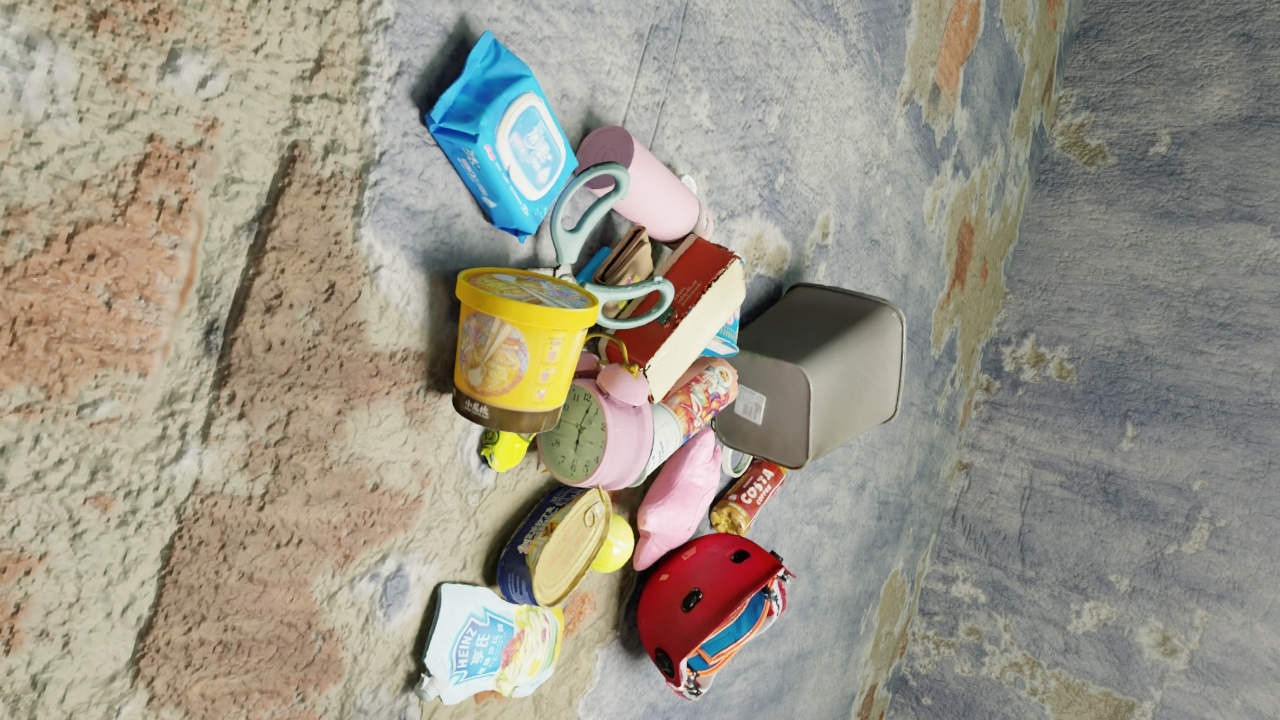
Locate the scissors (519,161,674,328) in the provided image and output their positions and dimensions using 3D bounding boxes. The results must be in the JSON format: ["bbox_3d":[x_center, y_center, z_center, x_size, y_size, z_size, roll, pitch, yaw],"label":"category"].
[{"bbox_3d":[-0.036,-0.102,0.843,0.170,0.019,0.179,2,116,-25],"label":"scissors"}]

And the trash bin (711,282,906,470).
[{"bbox_3d":[0.220,0.024,1.250,0.219,0.199,0.199,-28,124,-42],"label":"trash bin"}]

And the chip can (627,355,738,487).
[{"bbox_3d":[0.035,0.064,1.065,0.214,0.071,0.071,-35,131,-48],"label":"chip can"}]

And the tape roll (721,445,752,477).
[{"bbox_3d":[0.143,0.126,1.323,0.085,0.014,0.086,-31,128,-50],"label":"tape roll"}]

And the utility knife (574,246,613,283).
[{"bbox_3d":[-0.072,-0.050,0.891,0.178,0.018,0.034,-52,143,-33],"label":"utility knife"}]

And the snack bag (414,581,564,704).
[{"bbox_3d":[-0.144,0.278,0.898,0.191,0.039,0.110,28,81,-57],"label":"snack bag"}]

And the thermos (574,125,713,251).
[{"bbox_3d":[0.013,-0.175,0.932,0.198,0.067,0.087,24,70,-58],"label":"thermos"}]

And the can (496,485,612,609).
[{"bbox_3d":[-0.084,0.184,0.921,0.147,0.049,0.075,-51,133,-46],"label":"can"}]

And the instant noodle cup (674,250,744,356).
[{"bbox_3d":[0.075,-0.071,1.059,0.099,0.099,0.109,33,67,-58],"label":"instant noodle cup"}]

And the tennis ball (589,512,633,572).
[{"bbox_3d":[-0.040,0.199,1.004,0.065,0.065,0.065,-31,128,-50],"label":"tennis ball"}]

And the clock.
[{"bbox_3d":[-0.044,0.051,0.889,0.059,0.117,0.158,4,101,-47],"label":"clock"}]

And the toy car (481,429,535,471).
[{"bbox_3d":[-0.111,0.056,0.859,0.105,0.032,0.048,-64,148,-15],"label":"toy car"}]

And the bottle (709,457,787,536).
[{"bbox_3d":[0.167,0.189,1.347,0.174,0.057,0.057,-42,136,-43],"label":"bottle"}]

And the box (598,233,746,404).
[{"bbox_3d":[0.043,-0.038,0.947,0.168,0.077,0.091,-50,152,-18],"label":"box"}]

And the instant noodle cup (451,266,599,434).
[{"bbox_3d":[-0.103,-0.009,0.771,0.118,0.118,0.114,-14,122,-56],"label":"instant noodle cup"}]

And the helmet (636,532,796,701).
[{"bbox_3d":[0.079,0.294,1.142,0.206,0.144,0.240,-38,152,-21],"label":"helmet"}]

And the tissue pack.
[{"bbox_3d":[-0.107,-0.176,0.744,0.094,0.052,0.157,-61,147,-23],"label":"tissue pack"}]

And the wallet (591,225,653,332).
[{"bbox_3d":[-0.014,-0.071,0.939,0.090,0.033,0.115,-52,155,-26],"label":"wallet"}]

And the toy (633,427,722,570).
[{"bbox_3d":[0.050,0.171,1.130,0.194,0.074,0.179,-51,158,-31],"label":"toy"}]
